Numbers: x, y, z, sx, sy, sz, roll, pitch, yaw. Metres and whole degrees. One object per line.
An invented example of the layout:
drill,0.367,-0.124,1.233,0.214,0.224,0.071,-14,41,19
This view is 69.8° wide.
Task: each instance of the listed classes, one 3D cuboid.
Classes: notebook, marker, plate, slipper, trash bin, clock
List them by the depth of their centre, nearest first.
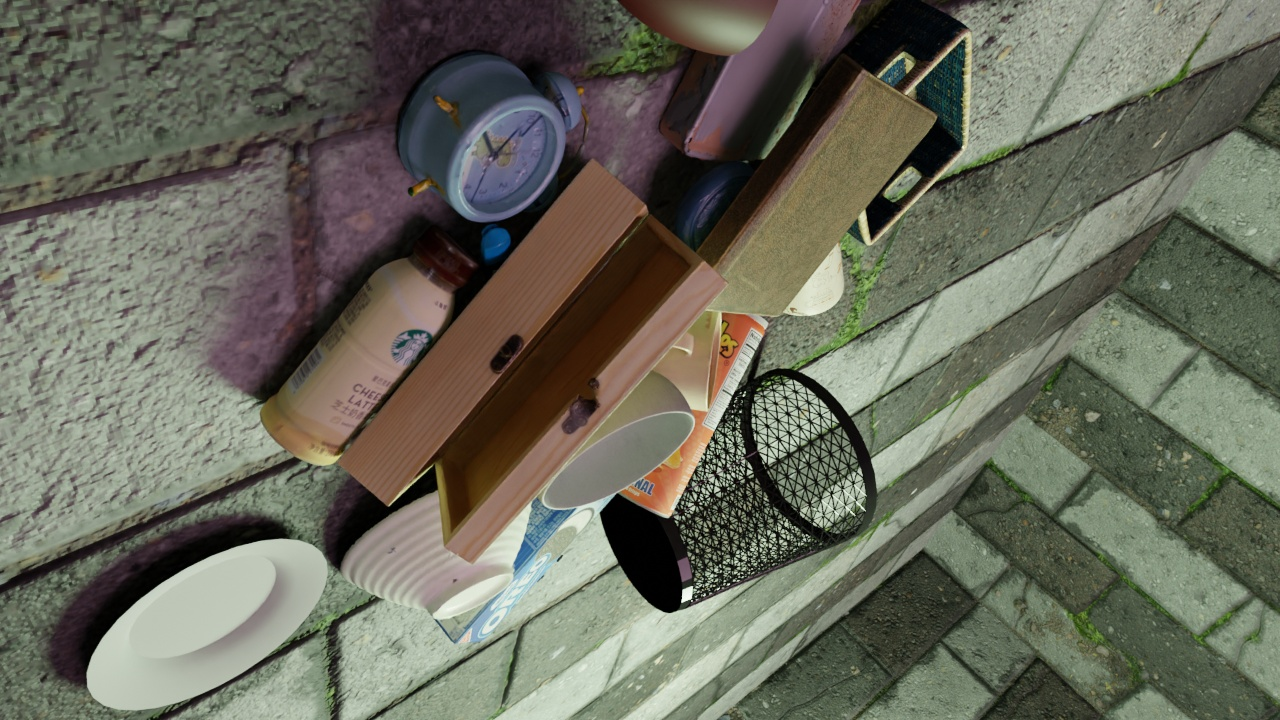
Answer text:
clock,-0.079,-0.128,0.537,0.124,0.051,0.089,-13,137,-47
marker,-0.094,-0.065,0.592,0.018,0.015,0.123,-29,178,-11
plate,-0.316,0.189,0.676,0.172,0.019,0.173,-34,151,-22
notebook,0.113,-0.120,0.692,0.189,0.034,0.216,-1,134,-54
slipper,0.064,-0.100,0.769,0.103,0.059,0.214,-36,158,-10
trash bin,0.097,0.153,1.030,0.242,0.217,0.217,-23,146,-26

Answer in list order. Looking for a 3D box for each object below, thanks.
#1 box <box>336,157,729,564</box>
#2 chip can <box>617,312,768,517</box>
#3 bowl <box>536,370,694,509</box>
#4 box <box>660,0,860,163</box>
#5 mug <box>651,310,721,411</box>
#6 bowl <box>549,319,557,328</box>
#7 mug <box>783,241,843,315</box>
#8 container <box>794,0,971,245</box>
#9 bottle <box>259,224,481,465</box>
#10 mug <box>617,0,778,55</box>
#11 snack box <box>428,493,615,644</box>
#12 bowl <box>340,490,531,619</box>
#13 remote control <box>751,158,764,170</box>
box,-0.066,0.001,0.623,0.249,0.123,0.140,-48,-179,6
chip can,0.048,0.044,0.888,0.210,0.062,0.062,-63,153,-2
bowl,-0.031,0.052,0.702,0.131,0.064,0.132,-26,156,-13
box,0.110,-0.246,0.671,0.153,0.058,0.217,-7,134,-50
mug,0.009,-0.009,0.752,0.111,0.104,0.085,56,41,-75
bowl,-0.095,0.042,0.746,0.150,0.057,0.151,-34,151,-22
mug,0.144,-0.092,0.880,0.121,0.081,0.097,-43,147,-24
container,0.222,-0.210,0.831,0.145,0.071,0.187,-45,153,-1
bottle,-0.165,-0.011,0.572,0.162,0.056,0.056,-49,153,6
mug,0.022,-0.238,0.517,0.088,0.087,0.114,-1,104,-32
snack box,-0.115,0.182,0.915,0.226,0.059,0.059,-48,157,4
bowl,-0.156,0.170,0.778,0.177,0.071,0.177,-27,158,-12
remote control,0.095,-0.143,0.812,0.039,0.010,0.125,-12,138,-48
